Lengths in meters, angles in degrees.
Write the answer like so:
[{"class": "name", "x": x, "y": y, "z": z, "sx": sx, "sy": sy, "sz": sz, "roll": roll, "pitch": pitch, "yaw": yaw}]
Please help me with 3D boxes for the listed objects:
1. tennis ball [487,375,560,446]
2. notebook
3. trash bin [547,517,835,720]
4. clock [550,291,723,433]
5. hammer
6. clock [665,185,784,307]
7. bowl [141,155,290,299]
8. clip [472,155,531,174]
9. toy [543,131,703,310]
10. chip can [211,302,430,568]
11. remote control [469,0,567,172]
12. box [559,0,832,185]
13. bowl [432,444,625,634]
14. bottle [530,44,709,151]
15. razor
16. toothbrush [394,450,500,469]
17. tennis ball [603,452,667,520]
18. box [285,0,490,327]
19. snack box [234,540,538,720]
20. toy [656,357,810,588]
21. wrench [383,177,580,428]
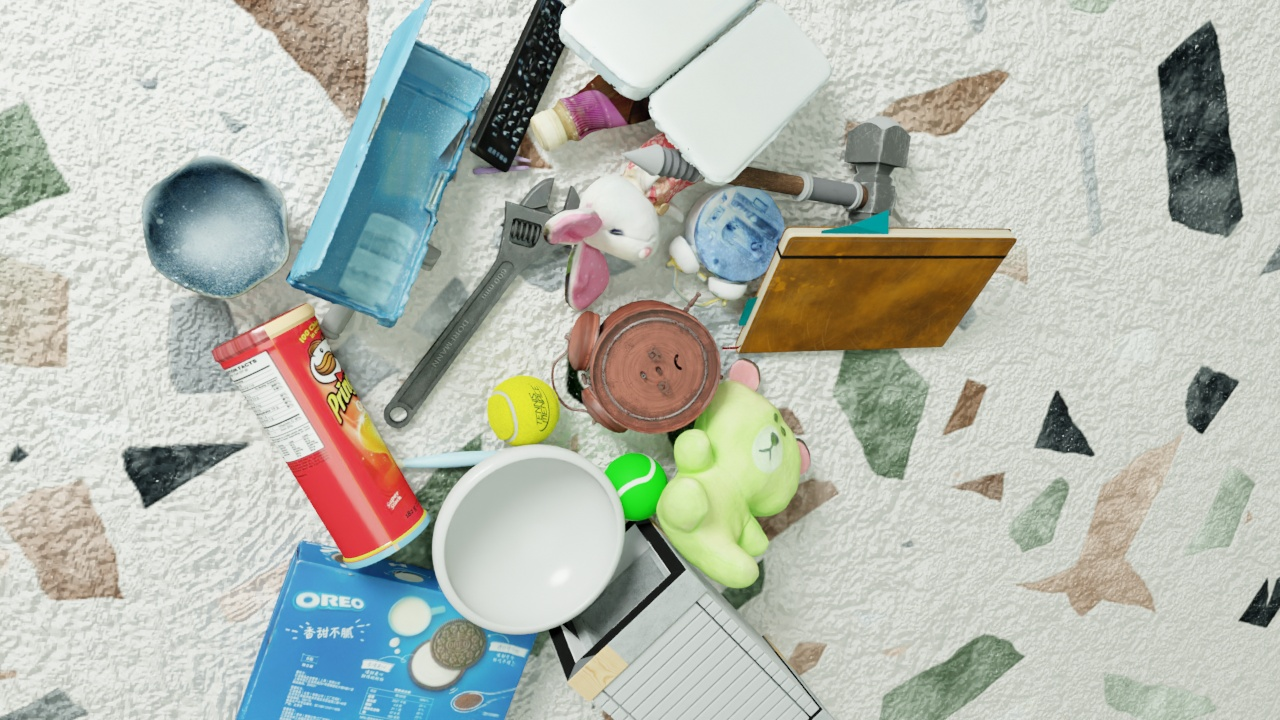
[{"class": "tennis ball", "x": -0.107, "y": 0.046, "z": 0.839, "sx": 0.065, "sy": 0.065, "sz": 0.065, "roll": -4, "pitch": 104, "yaw": -16}, {"class": "notebook", "x": 0.217, "y": -0.069, "z": 0.877, "sx": 0.249, "sy": 0.014, "sz": 0.179, "roll": -2, "pitch": 142, "yaw": -16}, {"class": "trash bin", "x": 0.046, "y": 0.300, "z": 0.904, "sx": 0.142, "sy": 0.142, "sz": 0.247, "roll": -43, "pitch": 111, "yaw": -3}, {"class": "clock", "x": -0.005, "y": 0.005, "z": 0.848, "sx": 0.157, "sy": 0.072, "sz": 0.120, "roll": -17, "pitch": 108, "yaw": -2}, {"class": "hammer", "x": 0.115, "y": -0.157, "z": 0.805, "sx": 0.321, "sy": 0.043, "sz": 0.156, "roll": 1, "pitch": 100, "yaw": -37}, {"class": "clock", "x": 0.078, "y": -0.108, "z": 0.863, "sx": 0.089, "sy": 0.052, "sz": 0.125, "roll": 34, "pitch": 92, "yaw": -21}, {"class": "bowl", "x": -0.337, "y": -0.107, "z": 0.740, "sx": 0.110, "sy": 0.055, "sz": 0.110, "roll": -4, "pitch": 104, "yaw": -15}, {"class": "clip", "x": -0.126, "y": -0.171, "z": 0.809, "sx": 0.051, "sy": 0.014, "sz": 0.043, "roll": 29, "pitch": 94, "yaw": -18}, {"class": "toy", "x": -0.004, "y": -0.135, "z": 0.810, "sx": 0.194, "sy": 0.159, "sz": 0.084, "roll": -40, "pitch": 71, "yaw": -15}, {"class": "chip can", "x": -0.265, "y": 0.064, "z": 0.775, "sx": 0.087, "sy": 0.087, "sz": 0.213, "roll": -28, "pitch": 104, "yaw": -8}, {"class": "remote control", "x": -0.103, "y": -0.238, "z": 0.783, "sx": 0.047, "sy": 0.022, "sz": 0.150, "roll": 26, "pitch": 89, "yaw": -57}, {"class": "box", "x": 0.054, "y": -0.259, "z": 0.757, "sx": 0.191, "sy": 0.045, "sz": 0.208, "roll": 46, "pitch": 57, "yaw": -3}, {"class": "bowl", "x": -0.106, "y": 0.157, "z": 0.845, "sx": 0.176, "sy": 0.066, "sz": 0.177, "roll": -5, "pitch": 103, "yaw": -21}, {"class": "bottle", "x": -0.016, "y": -0.232, "z": 0.800, "sx": 0.166, "sy": 0.059, "sz": 0.060, "roll": -28, "pitch": 109, "yaw": -9}, {"class": "razor", "x": -0.240, "y": -0.069, "z": 0.788, "sx": 0.088, "sy": 0.047, "sz": 0.116, "roll": 32, "pitch": 101, "yaw": -21}, {"class": "toothbrush", "x": -0.203, "y": 0.096, "z": 0.850, "sx": 0.155, "sy": 0.016, "sz": 0.022, "roll": -5, "pitch": 127, "yaw": -15}, {"class": "tennis ball", "x": -0.006, "y": 0.122, "z": 0.887, "sx": 0.065, "sy": 0.065, "sz": 0.065, "roll": -4, "pitch": 104, "yaw": -16}, {"class": "box", "x": -0.184, "y": -0.152, "z": 0.709, "sx": 0.094, "sy": 0.112, "sz": 0.231, "roll": 24, "pitch": 77, "yaw": -21}, {"class": "snack box", "x": -0.236, "y": 0.292, "z": 0.867, "sx": 0.238, "sy": 0.056, "sz": 0.195, "roll": 19, "pitch": 97, "yaw": -19}, {"class": "toy", "x": 0.083, "y": 0.111, "z": 0.876, "sx": 0.107, "sy": 0.196, "sz": 0.150, "roll": -26, "pitch": 106, "yaw": 38}, {"class": "wrench", "x": -0.146, "y": -0.050, "z": 0.831, "sx": 0.073, "sy": 0.018, "sz": 0.273, "roll": 36, "pitch": 93, "yaw": -22}]
